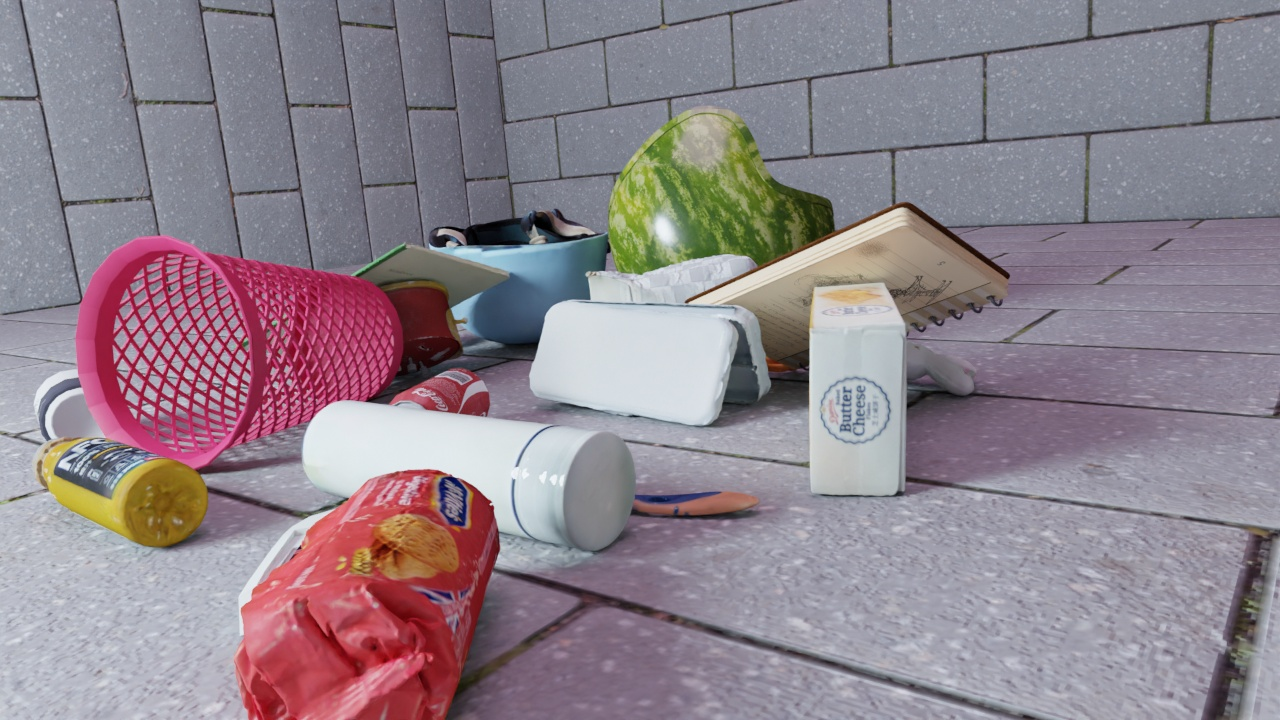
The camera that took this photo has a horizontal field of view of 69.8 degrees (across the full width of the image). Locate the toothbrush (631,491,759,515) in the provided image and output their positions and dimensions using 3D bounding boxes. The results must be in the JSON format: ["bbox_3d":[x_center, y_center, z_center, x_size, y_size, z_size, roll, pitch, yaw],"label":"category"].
[{"bbox_3d":[0.004,0.085,0.550,0.135,0.017,0.021,1,16,15],"label":"toothbrush"}]

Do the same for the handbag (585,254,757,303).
[{"bbox_3d":[0.041,-0.044,0.921,0.171,0.112,0.123,-9,0,6],"label":"handbag"}]

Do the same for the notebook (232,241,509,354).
[{"bbox_3d":[-0.293,-0.056,1.012,0.253,0.010,0.181,-25,-15,22],"label":"notebook"}]

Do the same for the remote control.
[{"bbox_3d":[-0.171,0.103,0.493,0.049,0.024,0.143,-6,11,-5],"label":"remote control"}]

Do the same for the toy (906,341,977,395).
[{"bbox_3d":[0.225,0.001,0.791,0.125,0.037,0.075,12,8,19],"label":"toy"}]

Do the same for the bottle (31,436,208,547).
[{"bbox_3d":[-0.354,0.080,0.610,0.186,0.053,0.053,5,15,41],"label":"bottle"}]

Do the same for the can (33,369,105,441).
[{"bbox_3d":[-0.508,0.044,0.828,0.064,0.064,0.127,-12,13,-34],"label":"can"}]

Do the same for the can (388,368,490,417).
[{"bbox_3d":[-0.161,0.041,0.732,0.054,0.054,0.096,-1,12,15],"label":"can"}]

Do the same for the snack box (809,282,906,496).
[{"bbox_3d":[0.147,0.009,0.635,0.057,0.104,0.207,-1,12,12],"label":"snack box"}]

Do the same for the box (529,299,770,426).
[{"bbox_3d":[-0.010,0.004,0.785,0.217,0.108,0.109,2,29,34],"label":"box"}]

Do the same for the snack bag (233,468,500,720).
[{"bbox_3d":[-0.106,0.095,0.380,0.082,0.082,0.176,-5,10,-2],"label":"snack bag"}]

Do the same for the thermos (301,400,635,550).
[{"bbox_3d":[-0.112,0.065,0.559,0.230,0.068,0.067,4,14,35],"label":"thermos"}]

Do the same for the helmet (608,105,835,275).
[{"bbox_3d":[0.089,-0.136,1.062,0.243,0.247,0.213,-44,-12,-7],"label":"helmet"}]

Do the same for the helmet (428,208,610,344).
[{"bbox_3d":[-0.147,-0.106,1.171,0.225,0.167,0.266,-11,11,-22],"label":"helmet"}]

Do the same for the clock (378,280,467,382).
[{"bbox_3d":[-0.269,-0.020,0.985,0.158,0.081,0.117,-12,-15,-25],"label":"clock"}]

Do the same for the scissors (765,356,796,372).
[{"bbox_3d":[0.128,-0.004,0.953,0.128,0.011,0.125,-11,14,-32],"label":"scissors"}]

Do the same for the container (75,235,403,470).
[{"bbox_3d":[-0.328,-0.011,0.808,0.183,0.183,0.225,0,5,22],"label":"container"}]

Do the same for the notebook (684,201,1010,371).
[{"bbox_3d":[0.173,-0.050,0.774,0.167,0.024,0.226,22,-31,-38],"label":"notebook"}]
